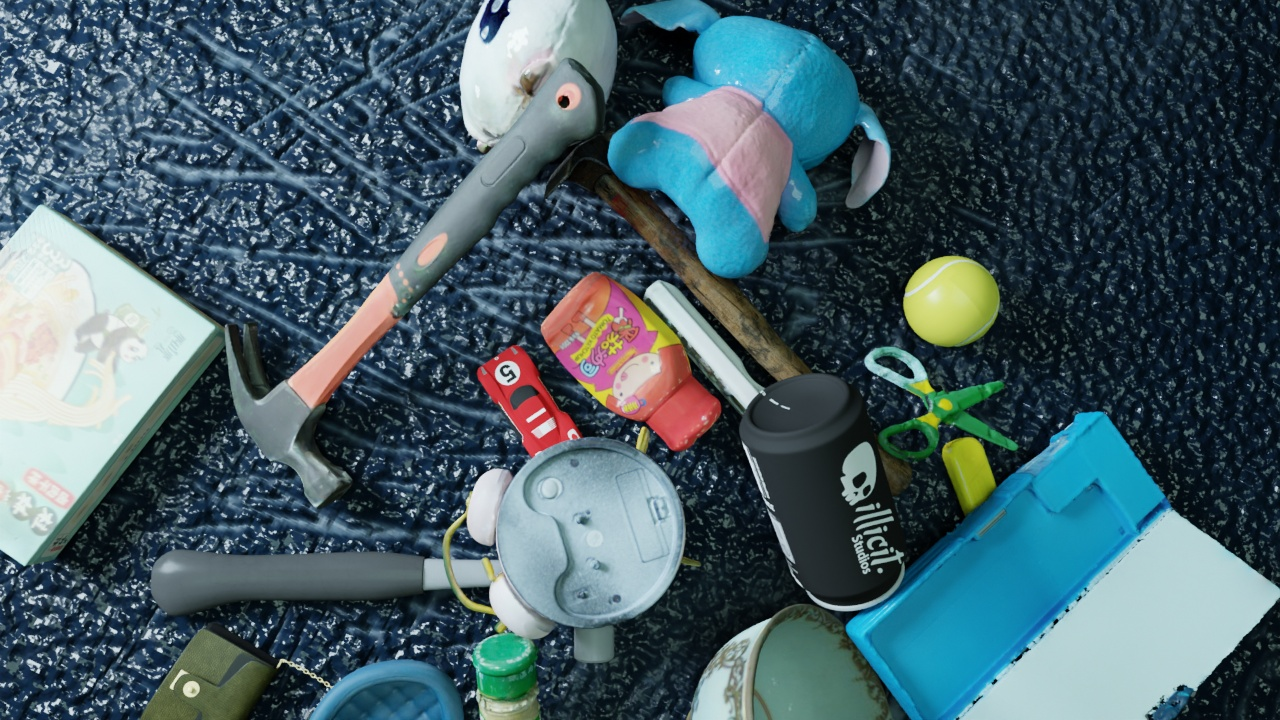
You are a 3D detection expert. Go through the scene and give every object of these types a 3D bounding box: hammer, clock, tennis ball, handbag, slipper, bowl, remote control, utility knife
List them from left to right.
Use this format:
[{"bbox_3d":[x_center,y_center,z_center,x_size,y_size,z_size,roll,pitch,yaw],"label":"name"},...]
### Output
[{"bbox_3d":[-0.234,0.252,0.612,0.178,0.027,0.084,33,82,-4],"label":"handbag"},{"bbox_3d":[-0.173,0.298,0.586,0.103,0.059,0.213,8,90,-9],"label":"slipper"},{"bbox_3d":[-0.170,0.143,0.626,0.311,0.029,0.125,0,84,-4],"label":"hammer"},{"bbox_3d":[-0.144,-0.057,0.591,0.334,0.033,0.133,-43,84,15],"label":"hammer"},{"bbox_3d":[-0.049,0.115,0.592,0.158,0.059,0.116,-19,85,-5],"label":"clock"},{"bbox_3d":[0.053,-0.003,0.649,0.022,0.050,0.133,-41,88,-7],"label":"remote control"},{"bbox_3d":[0.069,-0.025,0.638,0.330,0.119,0.033,46,122,-4],"label":"hammer"},{"bbox_3d":[0.085,0.247,0.591,0.094,0.159,0.160,-28,85,36],"label":"bowl"},{"bbox_3d":[0.223,-0.042,0.659,0.065,0.065,0.065,1,83,-5],"label":"tennis ball"},{"bbox_3d":[0.260,0.140,0.664,0.028,0.020,0.174,-17,84,-9],"label":"utility knife"}]

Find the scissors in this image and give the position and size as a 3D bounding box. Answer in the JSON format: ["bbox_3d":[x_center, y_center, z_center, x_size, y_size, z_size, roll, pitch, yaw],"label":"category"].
[{"bbox_3d":[0.214,0.028,0.667,0.126,0.012,0.123,-18,66,-25],"label":"scissors"}]

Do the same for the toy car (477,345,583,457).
[{"bbox_3d":[-0.077,0.034,0.647,0.038,0.025,0.089,-34,87,-8],"label":"toy car"}]

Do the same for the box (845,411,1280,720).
[{"bbox_3d":[0.283,0.172,0.626,0.243,0.060,0.175,-37,74,-14],"label":"box"}]

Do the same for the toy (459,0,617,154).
[{"bbox_3d":[-0.064,-0.228,0.631,0.101,0.139,0.179,18,71,-23],"label":"toy"}]

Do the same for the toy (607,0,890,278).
[{"bbox_3d":[0.062,-0.167,0.633,0.224,0.099,0.191,38,63,0],"label":"toy"}]

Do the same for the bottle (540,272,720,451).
[{"bbox_3d":[-0.004,0.004,0.640,0.134,0.048,0.072,44,116,0],"label":"bottle"}]

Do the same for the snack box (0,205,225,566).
[{"bbox_3d":[-0.396,0.016,0.614,0.141,0.044,0.193,36,81,-1],"label":"snack box"}]

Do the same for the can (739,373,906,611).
[{"bbox_3d":[0.122,0.087,0.603,0.080,0.080,0.146,-26,115,-7],"label":"can"}]

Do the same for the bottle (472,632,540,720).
[{"bbox_3d":[-0.084,0.236,0.602,0.042,0.042,0.110,-4,105,-5],"label":"bottle"}]
